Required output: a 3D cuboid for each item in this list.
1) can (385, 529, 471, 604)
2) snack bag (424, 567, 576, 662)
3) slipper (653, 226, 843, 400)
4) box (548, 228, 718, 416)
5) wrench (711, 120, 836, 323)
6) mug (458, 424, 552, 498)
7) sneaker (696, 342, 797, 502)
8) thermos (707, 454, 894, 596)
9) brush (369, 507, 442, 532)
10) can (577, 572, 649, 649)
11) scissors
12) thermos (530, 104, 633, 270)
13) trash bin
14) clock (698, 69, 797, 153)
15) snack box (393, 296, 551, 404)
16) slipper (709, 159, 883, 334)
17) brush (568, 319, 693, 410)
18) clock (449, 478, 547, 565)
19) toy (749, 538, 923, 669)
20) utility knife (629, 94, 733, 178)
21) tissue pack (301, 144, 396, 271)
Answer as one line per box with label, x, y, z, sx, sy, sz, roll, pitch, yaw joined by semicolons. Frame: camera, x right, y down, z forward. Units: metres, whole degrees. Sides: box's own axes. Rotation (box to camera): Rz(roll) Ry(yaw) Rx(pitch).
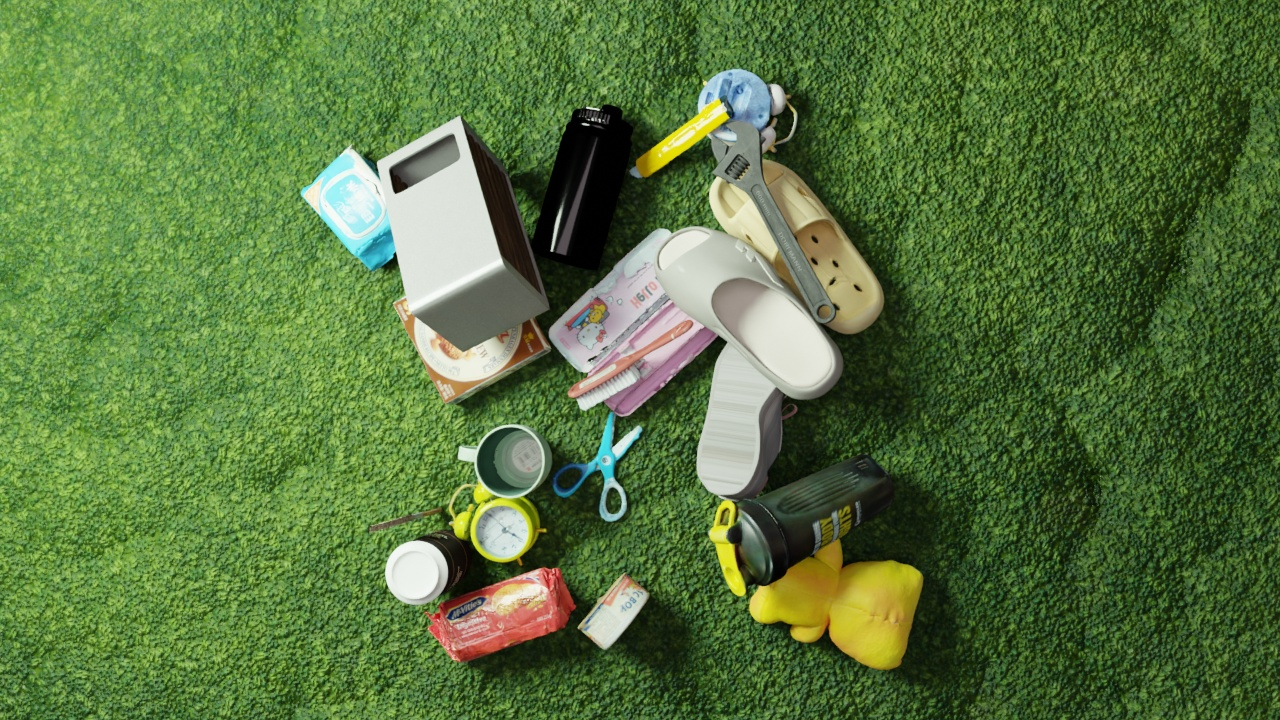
can;-0.247;0.241;1.084;0.072;0.128;0.072;0;87;4
snack bag;-0.166;0.308;1.101;0.176;0.082;0.082;-20;85;4
slipper;0.120;-0.065;1.047;0.113;0.080;0.266;-43;73;0
box;0.003;-0.047;1.129;0.201;0.037;0.152;-42;82;1
wrench;0.155;-0.162;1.059;0.073;0.018;0.273;-31;74;19
mug;-0.161;0.116;1.097;0.111;0.104;0.084;7;87;4
sneaker;0.134;0.065;1.098;0.099;0.089;0.235;12;66;22
thermos;0.182;0.176;1.036;0.220;0.098;0.098;-21;85;-25
brush;-0.264;0.184;1.081;0.045;0.143;0.008;-17;84;11
can;-0.031;0.296;1.086;0.043;0.086;0.086;40;90;6
scissors;-0.055;0.125;1.135;0.118;0.013;0.140;8;90;6
thermos;-0.066;-0.218;1.117;0.086;0.086;0.198;15;88;5
trash bin;-0.207;-0.147;1.063;0.114;0.114;0.228;-26;60;10
clock;0.130;-0.302;1.124;0.125;0.052;0.089;17;88;5
snack box;-0.208;-0.041;1.140;0.147;0.041;0.143;-28;84;3
slipper;0.194;-0.144;1.099;0.111;0.079;0.261;-41;85;-2
brush;-0.007;0.006;1.090;0.172;0.041;0.030;-31;105;6
clock;-0.177;0.196;1.116;0.119;0.057;0.083;34;92;-1
toy;0.227;0.272;1.069;0.194;0.087;0.134;18;84;6
utility knife;0.047;-0.268;1.115;0.159;0.017;0.030;-30;82;28
tissue pack;-0.348;-0.192;1.149;0.093;0.061;0.144;-43;85;0
